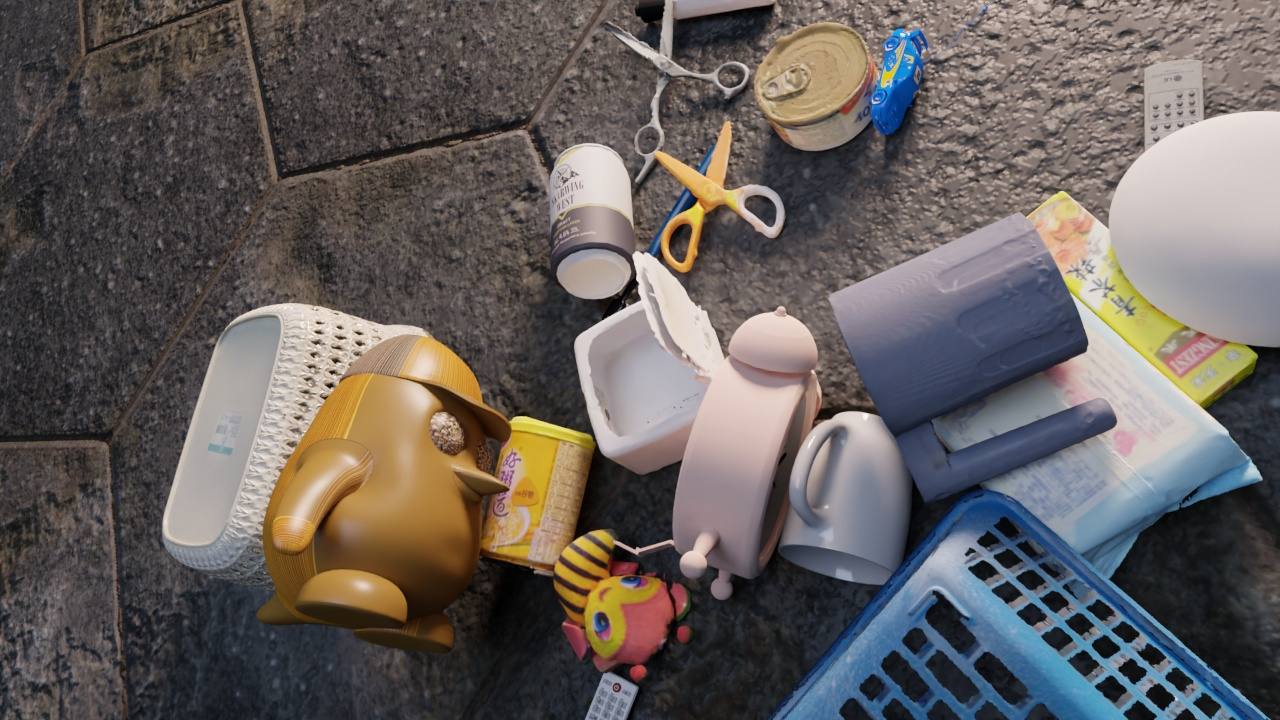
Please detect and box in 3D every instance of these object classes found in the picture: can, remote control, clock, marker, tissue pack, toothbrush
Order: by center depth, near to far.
[{"bbox_3d":[0.229,0.031,0.516,0.112,0.070,0.182,-41,59,10],"label":"tissue pack"},{"bbox_3d":[0.322,-0.120,0.553,0.033,0.013,0.136,-1,71,29],"label":"remote control"},{"bbox_3d":[0.056,0.057,0.558,0.086,0.131,0.160,23,77,20],"label":"clock"},{"bbox_3d":[-0.034,0.269,0.605,0.028,0.011,0.124,17,80,33],"label":"remote control"},{"bbox_3d":[-0.075,0.099,0.661,0.068,0.067,0.105,4,74,31],"label":"can"},{"bbox_3d":[0.131,-0.201,0.675,0.086,0.043,0.086,-11,66,25],"label":"can"},{"bbox_3d":[0.018,-0.096,0.717,0.014,0.014,0.167,31,87,34],"label":"toothbrush"},{"bbox_3d":[-0.039,-0.113,0.718,0.064,0.064,0.127,-19,54,22],"label":"can"},{"bbox_3d":[0.052,-0.303,0.770,0.126,0.025,0.025,3,73,30],"label":"marker"}]

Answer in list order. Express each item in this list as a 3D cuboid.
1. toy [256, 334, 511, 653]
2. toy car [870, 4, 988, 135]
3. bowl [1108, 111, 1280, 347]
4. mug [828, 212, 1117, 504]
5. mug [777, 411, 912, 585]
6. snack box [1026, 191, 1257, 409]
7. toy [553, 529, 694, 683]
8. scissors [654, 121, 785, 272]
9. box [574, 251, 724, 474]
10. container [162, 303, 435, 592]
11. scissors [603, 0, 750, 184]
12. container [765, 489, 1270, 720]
[{"bbox_3d":[-0.161,0.081,0.620,0.163,0.199,0.203,1,62,16],"label":"toy"},{"bbox_3d":[0.202,-0.204,0.640,0.062,0.033,0.092,6,74,38],"label":"toy car"},{"bbox_3d":[0.337,-0.082,0.492,0.150,0.043,0.149,-7,62,13],"label":"bowl"},{"bbox_3d":[0.171,0.000,0.476,0.104,0.083,0.124,-26,88,17],"label":"mug"},{"bbox_3d":[0.118,0.072,0.540,0.071,0.107,0.089,0,62,38],"label":"mug"},{"bbox_3d":[0.282,-0.036,0.534,0.040,0.029,0.148,-40,57,10],"label":"snack box"},{"bbox_3d":[-0.016,0.164,0.614,0.084,0.046,0.103,-43,66,1],"label":"toy"},{"bbox_3d":[0.059,-0.124,0.695,0.128,0.011,0.125,10,79,21],"label":"scissors"},{"bbox_3d":[0.005,-0.003,0.615,0.126,0.136,0.108,-26,62,19],"label":"box"},{"bbox_3d":[-0.269,0.072,0.736,0.185,0.142,0.245,-7,67,41],"label":"container"},{"bbox_3d":[0.017,-0.228,0.756,0.142,0.014,0.173,19,88,21],"label":"scissors"},{"bbox_3d":[0.193,0.264,0.395,0.362,0.089,0.258,46,111,34],"label":"container"}]
